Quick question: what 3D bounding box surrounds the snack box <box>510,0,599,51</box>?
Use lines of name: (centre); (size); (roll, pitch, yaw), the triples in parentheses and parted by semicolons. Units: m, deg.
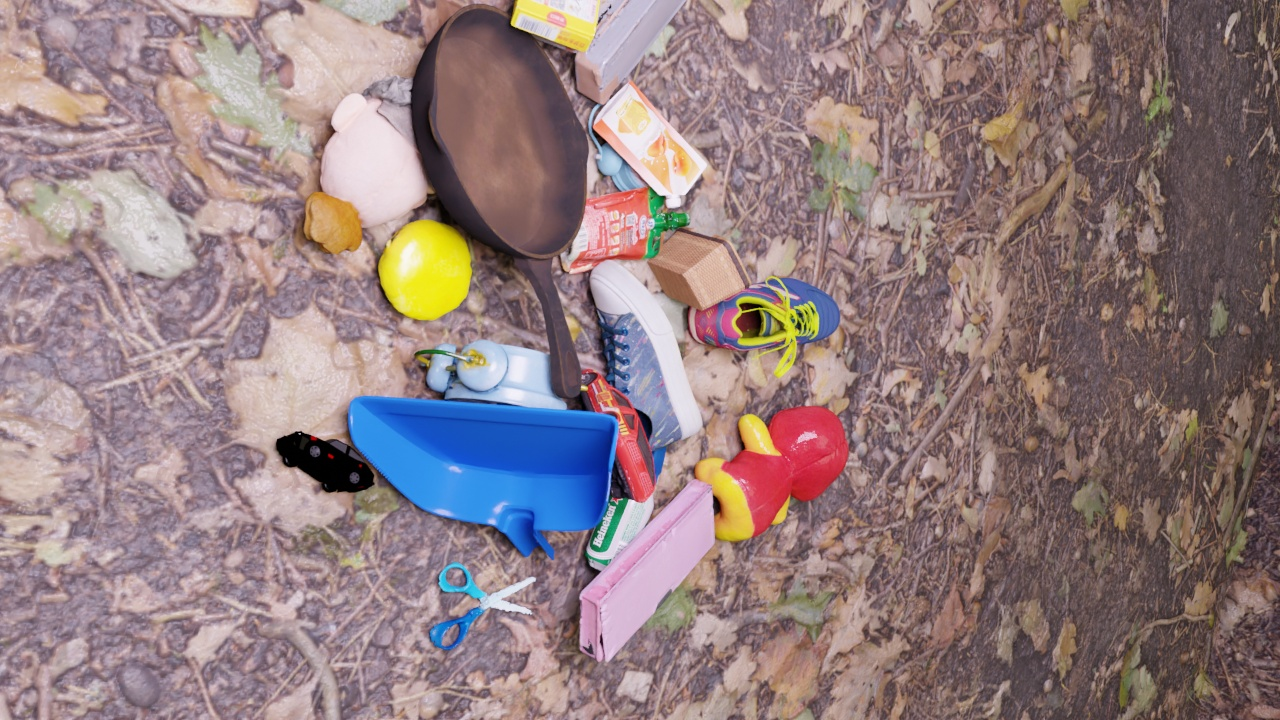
snack box: (-0.073, -0.367, 0.864); (0.075, 0.025, 0.152); (14, 65, -18)

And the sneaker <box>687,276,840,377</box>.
sneaker: (0.172, -0.044, 1.107); (0.241, 0.091, 0.116); (-6, 98, -37)

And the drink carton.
drink carton: (0.012, -0.219, 0.944); (0.122, 0.039, 0.069); (42, 72, -21)

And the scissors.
scissors: (-0.164, 0.262, 0.956); (0.133, 0.015, 0.103); (26, 78, -41)

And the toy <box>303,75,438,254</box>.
toy: (-0.229, -0.165, 0.797); (0.175, 0.076, 0.133); (-53, 136, -21)

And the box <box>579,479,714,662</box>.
box: (0.015, 0.225, 1.006); (0.232, 0.046, 0.098); (-35, 139, -48)

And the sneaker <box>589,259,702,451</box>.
sneaker: (-0.006, 0.006, 0.988); (0.079, 0.087, 0.236); (-36, 121, -20)

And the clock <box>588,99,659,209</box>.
clock: (-0.009, -0.224, 0.979); (0.123, 0.042, 0.087); (42, 72, -28)

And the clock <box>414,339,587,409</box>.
clock: (-0.138, 0.020, 0.870); (0.162, 0.118, 0.060); (20, 74, -44)

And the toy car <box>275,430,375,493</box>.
toy car: (-0.281, 0.088, 0.821); (0.091, 0.042, 0.036); (44, 46, -32)

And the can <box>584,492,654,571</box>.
can: (-0.023, 0.186, 1.021); (0.053, 0.053, 0.101); (28, 81, -37)

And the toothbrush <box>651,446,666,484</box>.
toothbrush: (0.007, 0.149, 1.061); (0.021, 0.016, 0.132); (25, 83, -41)

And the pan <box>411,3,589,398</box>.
pan: (-0.113, -0.137, 0.838); (0.248, 0.043, 0.356); (-21, 100, -62)

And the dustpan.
dustpan: (-0.121, 0.126, 0.883); (0.258, 0.246, 0.059); (72, 25, -59)

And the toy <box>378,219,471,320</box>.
toy: (-0.198, -0.084, 0.854); (0.094, 0.041, 0.095); (42, 72, -39)

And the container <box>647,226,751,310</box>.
container: (0.060, -0.100, 1.008); (0.061, 0.114, 0.063); (-37, 118, -12)

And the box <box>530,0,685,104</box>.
box: (-0.009, -0.370, 0.939); (0.216, 0.095, 0.108); (-55, 146, -15)

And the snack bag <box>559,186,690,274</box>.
snack bag: (-0.013, -0.139, 0.970); (0.154, 0.044, 0.087); (-14, 128, -27)

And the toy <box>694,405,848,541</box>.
toy: (0.173, 0.134, 1.138); (0.215, 0.099, 0.148); (-29, 121, -25)

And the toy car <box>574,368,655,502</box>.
toy car: (-0.029, 0.070, 0.923); (0.056, 0.189, 0.081); (-22, 114, -7)
